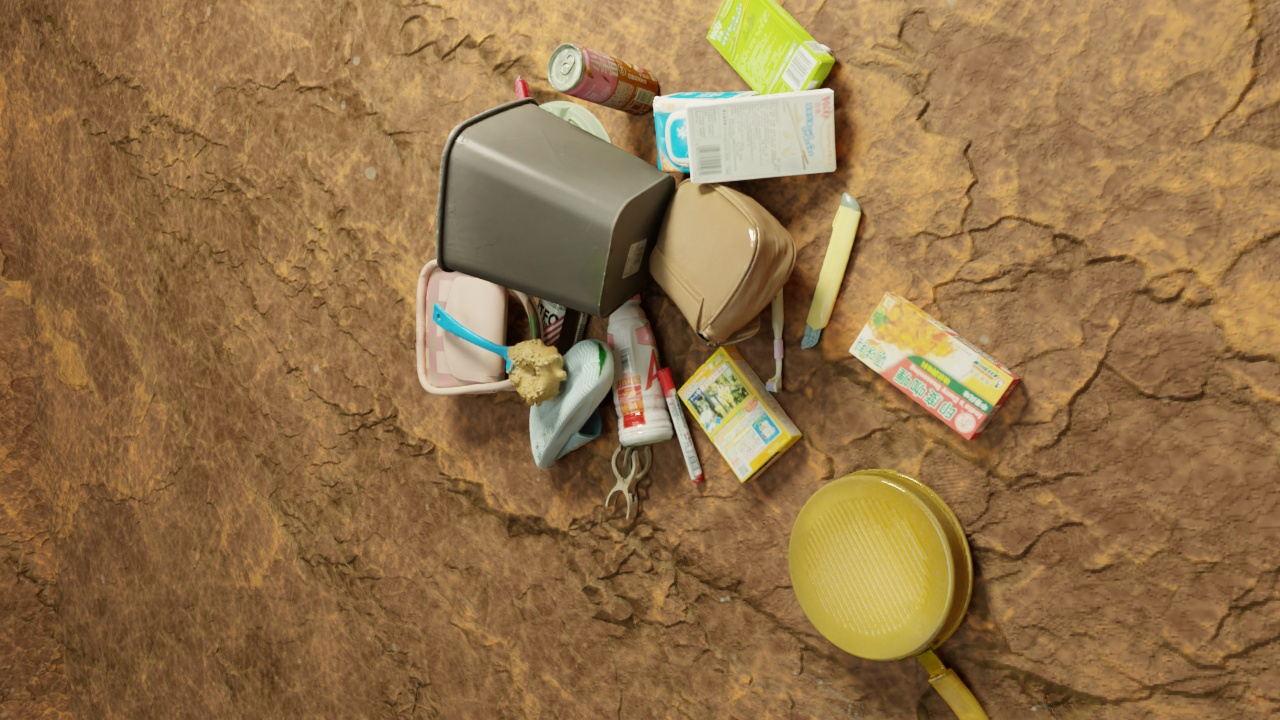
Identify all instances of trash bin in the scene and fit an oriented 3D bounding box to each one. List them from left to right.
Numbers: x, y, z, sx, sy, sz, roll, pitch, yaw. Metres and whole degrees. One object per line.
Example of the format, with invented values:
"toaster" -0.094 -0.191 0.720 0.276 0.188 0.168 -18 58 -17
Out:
"trash bin" -0.096 -0.172 1.089 0.220 0.198 0.199 25 127 17

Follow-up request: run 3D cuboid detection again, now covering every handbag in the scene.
"handbag" -0.210 -0.039 1.262 0.235 0.093 0.193 8 99 43
"handbag" 0.090 -0.112 1.018 0.148 0.099 0.204 -60 32 20

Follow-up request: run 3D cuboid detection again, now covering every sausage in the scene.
"sausage" -0.148 -0.307 1.226 0.020 0.020 0.156 -15 83 37

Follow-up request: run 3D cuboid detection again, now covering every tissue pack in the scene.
"tissue pack" 0.076 -0.260 1.054 0.140 0.063 0.090 11 117 36

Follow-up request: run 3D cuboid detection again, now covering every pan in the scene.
"pan" 0.286 0.282 0.944 0.198 0.078 0.357 -40 62 34

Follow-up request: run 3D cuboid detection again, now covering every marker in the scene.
"marker" 0.049 0.079 1.115 0.017 0.017 0.145 -15 95 37

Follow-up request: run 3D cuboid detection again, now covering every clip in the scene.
"clip" -0.023 0.148 1.182 0.076 0.034 0.104 36 121 28

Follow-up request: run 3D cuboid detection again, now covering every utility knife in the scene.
"utility knife" 0.206 -0.094 1.002 0.031 0.019 0.177 26 104 38

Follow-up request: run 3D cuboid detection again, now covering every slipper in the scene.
"slipper" -0.082 0.054 1.184 0.246 0.074 0.104 -50 44 49

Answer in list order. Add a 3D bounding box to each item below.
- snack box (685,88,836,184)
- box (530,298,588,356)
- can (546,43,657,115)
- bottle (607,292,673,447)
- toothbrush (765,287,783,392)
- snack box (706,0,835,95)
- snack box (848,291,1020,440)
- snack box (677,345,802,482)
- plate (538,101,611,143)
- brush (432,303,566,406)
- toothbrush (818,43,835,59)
"snack box" 0.129 -0.240 0.986 0.157 0.026 0.085 -4 112 5
"box" -0.102 -0.058 1.228 0.075 0.076 0.164 38 120 51
"can" -0.042 -0.335 1.099 0.058 0.147 0.058 2 92 37
"bottle" -0.007 0.007 1.142 0.068 0.068 0.196 -16 78 37
"toothbrush" 0.153 -0.058 1.044 0.020 0.029 0.189 0 91 -5
"snack box" 0.141 -0.346 1.019 0.156 0.026 0.086 54 141 22
"snack box" 0.296 0.003 0.933 0.156 0.027 0.077 41 116 29
"snack box" 0.114 0.062 1.072 0.087 0.033 0.140 -49 66 28
"plate" -0.126 -0.236 1.243 0.231 0.027 0.230 2 93 38
"brush" -0.191 -0.017 1.184 0.255 0.045 0.083 28 120 33
"toothbrush" 0.147 -0.384 1.034 0.189 0.021 0.029 46 158 28
